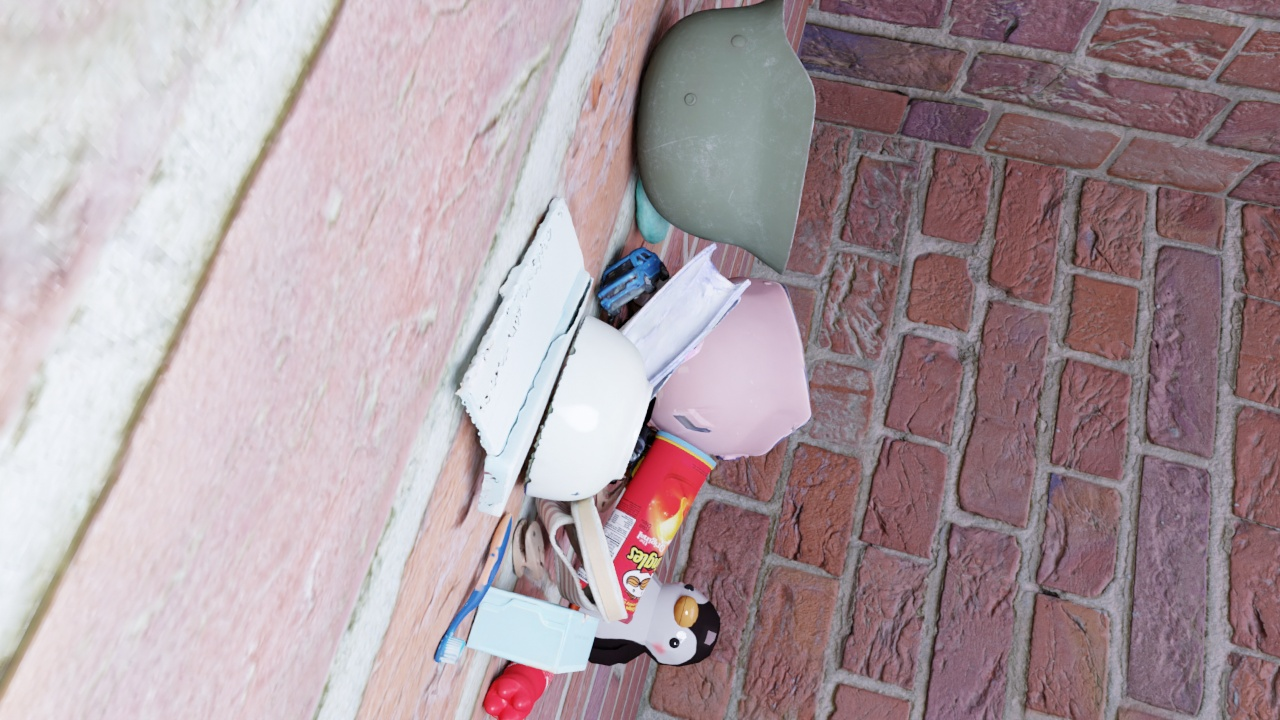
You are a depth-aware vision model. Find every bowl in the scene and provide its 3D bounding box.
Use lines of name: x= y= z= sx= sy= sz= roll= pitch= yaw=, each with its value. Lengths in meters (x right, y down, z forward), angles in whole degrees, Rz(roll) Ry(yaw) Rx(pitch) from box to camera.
bowl: x=-0.036 y=0.045 z=0.739 sx=0.153 sy=0.073 sz=0.153 roll=-171 pitch=-81 yaw=-89

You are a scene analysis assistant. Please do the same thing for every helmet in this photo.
helmet: x=0.081 y=0.015 z=1.131 sx=0.256 sy=0.152 sz=0.230 roll=-6 pitch=-88 yaw=58
helmet: x=0.074 y=-0.223 z=0.856 sx=0.227 sy=0.154 sz=0.268 roll=-50 pitch=147 yaw=-82

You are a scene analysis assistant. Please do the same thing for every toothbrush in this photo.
toothbrush: x=-0.117 y=0.165 z=0.677 sx=0.134 sy=0.017 sz=0.022 roll=-67 pitch=169 yaw=-47

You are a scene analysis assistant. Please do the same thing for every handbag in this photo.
handbag: x=0.025 y=-0.030 z=0.877 sx=0.158 sy=0.069 sz=0.127 roll=-48 pitch=-175 yaw=-13

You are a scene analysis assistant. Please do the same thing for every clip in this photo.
clip: x=-0.044 y=0.162 z=1.136 sx=0.061 sy=0.050 sz=0.025 roll=56 pitch=28 yaw=-14
clip: x=-0.099 y=0.163 z=0.789 sx=0.061 sy=0.050 sz=0.025 roll=54 pitch=32 yaw=-18

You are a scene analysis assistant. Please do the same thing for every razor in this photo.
razor: x=-0.016 y=0.096 z=1.109 sx=0.064 sy=0.053 sz=0.140 roll=-65 pitch=173 yaw=4

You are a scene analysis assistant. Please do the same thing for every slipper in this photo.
slipper: x=-0.058 y=0.163 z=0.811 sx=0.263 sy=0.052 sz=0.115 roll=168 pitch=-96 yaw=-82

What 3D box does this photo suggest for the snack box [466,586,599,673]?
snack box: x=-0.086 y=0.230 z=0.781 sx=0.175 sy=0.075 sz=0.053 roll=76 pitch=28 yaw=-71

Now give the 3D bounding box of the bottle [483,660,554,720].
bottle: x=-0.106 y=0.296 z=0.857 sx=0.141 sy=0.042 sz=0.042 roll=-12 pitch=115 yaw=-80

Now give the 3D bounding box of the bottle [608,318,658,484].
bottle: x=-0.014 y=0.047 z=1.014 sx=0.059 sy=0.059 sz=0.181 roll=70 pitch=35 yaw=-74

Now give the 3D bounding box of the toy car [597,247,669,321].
toy car: x=-0.010 y=-0.078 z=0.885 sx=0.043 sy=0.056 sz=0.120 roll=56 pitch=20 yaw=-8

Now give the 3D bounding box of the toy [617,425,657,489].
toy: x=0.001 y=0.132 z=1.226 sx=0.087 sy=0.067 sz=0.113 roll=-50 pitch=150 yaw=-15

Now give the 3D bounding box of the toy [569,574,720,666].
toy: x=0.009 y=0.334 z=1.176 sx=0.140 sy=0.184 sz=0.158 roll=95 pitch=12 yaw=-46

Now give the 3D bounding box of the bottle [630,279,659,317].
bottle: x=0.007 y=-0.074 z=1.036 sx=0.111 sy=0.043 sz=0.043 roll=86 pitch=19 yaw=-59

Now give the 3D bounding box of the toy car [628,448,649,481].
toy car: x=0.025 y=0.133 z=1.162 sx=0.106 sy=0.030 sz=0.049 roll=-10 pitch=123 yaw=-48

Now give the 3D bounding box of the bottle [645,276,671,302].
bottle: x=-0.006 y=0.006 z=0.959 sx=0.195 sy=0.052 sz=0.052 roll=-58 pitch=167 yaw=-13

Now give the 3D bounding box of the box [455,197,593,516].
box: x=-0.073 y=-0.004 z=0.638 sx=0.136 sy=0.044 sz=0.196 roll=94 pitch=10 yaw=-46

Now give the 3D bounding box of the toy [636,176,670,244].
toy: x=0.014 y=-0.167 z=0.978 sx=0.105 sy=0.033 sz=0.085 roll=-47 pitch=138 yaw=-71

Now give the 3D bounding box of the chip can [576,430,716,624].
chip can: x=0.002 y=0.195 z=1.081 sx=0.213 sy=0.087 sz=0.087 roll=-59 pitch=168 yaw=-10
